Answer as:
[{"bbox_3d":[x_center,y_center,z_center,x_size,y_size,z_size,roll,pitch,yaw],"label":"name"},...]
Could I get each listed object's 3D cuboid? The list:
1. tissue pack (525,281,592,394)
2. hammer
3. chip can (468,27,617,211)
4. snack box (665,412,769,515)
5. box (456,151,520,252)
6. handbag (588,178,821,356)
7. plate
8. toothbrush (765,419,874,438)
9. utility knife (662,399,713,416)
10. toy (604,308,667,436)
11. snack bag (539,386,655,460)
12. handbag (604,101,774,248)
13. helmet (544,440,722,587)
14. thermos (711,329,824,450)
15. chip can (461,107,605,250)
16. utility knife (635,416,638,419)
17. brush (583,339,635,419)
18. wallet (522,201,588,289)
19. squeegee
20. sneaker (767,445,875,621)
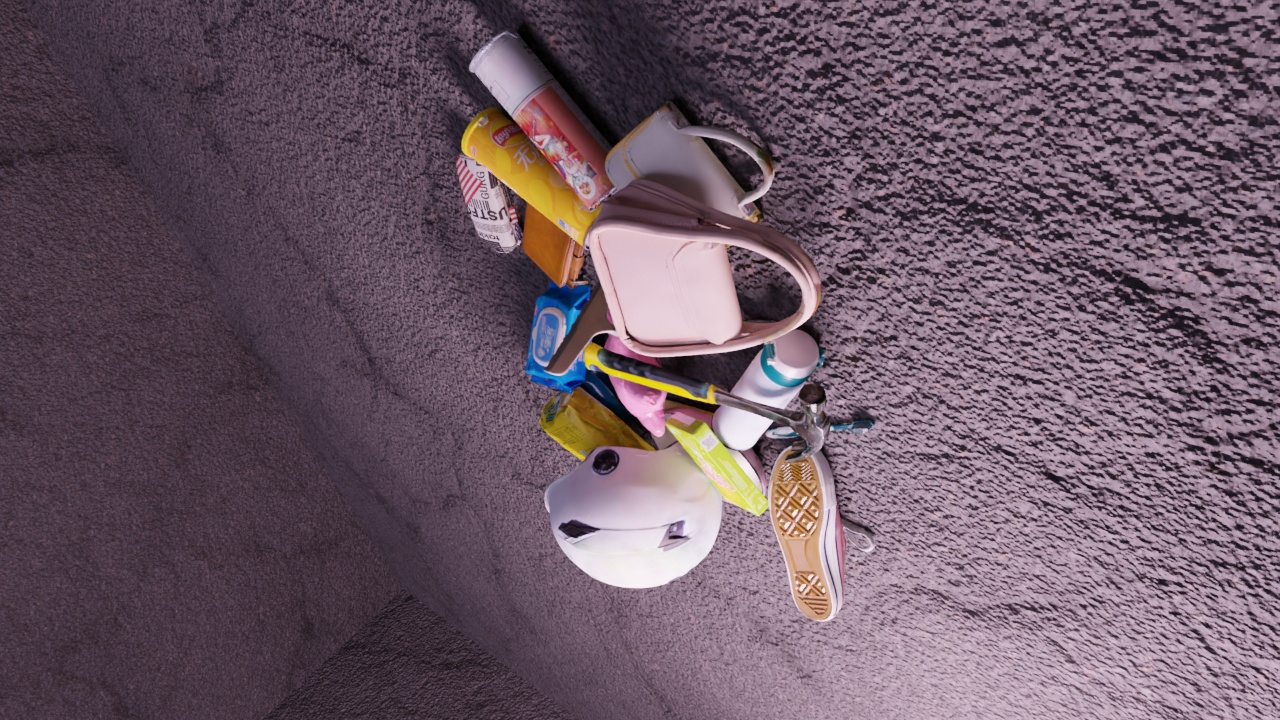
[{"bbox_3d":[-0.116,-0.036,1.322,0.095,0.052,0.157,15,97,43],"label":"tissue pack"},{"bbox_3d":[0.072,0.039,1.093,0.324,0.031,0.126,17,144,28],"label":"hammer"},{"bbox_3d":[-0.100,-0.276,1.058,0.214,0.071,0.071,49,151,-5],"label":"chip can"},{"bbox_3d":[0.102,0.137,1.218,0.156,0.026,0.086,51,166,-21],"label":"snack box"},{"bbox_3d":[-0.216,-0.220,1.287,0.074,0.064,0.164,40,154,46],"label":"box"},{"bbox_3d":[0.073,-0.086,0.957,0.234,0.093,0.193,10,140,30],"label":"handbag"},{"bbox_3d":[0.101,0.131,1.304,0.192,0.039,0.193,30,151,18],"label":"plate"},{"bbox_3d":[0.216,0.088,1.136,0.016,0.018,0.192,55,150,-13],"label":"toothbrush"},{"bbox_3d":[0.061,0.075,1.326,0.152,0.018,0.031,19,145,43],"label":"utility knife"},{"bbox_3d":[-0.007,0.007,1.240,0.194,0.074,0.179,-117,8,-51],"label":"toy"},{"bbox_3d":[-0.074,0.116,1.426,0.158,0.068,0.247,39,167,-8],"label":"snack bag"},{"bbox_3d":[0.057,-0.193,0.969,0.163,0.063,0.179,50,147,-8],"label":"handbag"},{"bbox_3d":[-0.006,0.239,1.298,0.229,0.259,0.145,79,-177,-46],"label":"helmet"},{"bbox_3d":[0.152,0.037,1.111,0.073,0.073,0.225,42,150,9],"label":"thermos"},{"bbox_3d":[-0.125,-0.228,1.148,0.213,0.071,0.072,40,150,12],"label":"chip can"},{"bbox_3d":[-0.010,0.068,1.409,0.166,0.018,0.034,37,136,20],"label":"utility knife"},{"bbox_3d":[-0.055,0.030,1.359,0.055,0.073,0.144,-42,92,22],"label":"brush"},{"bbox_3d":[-0.116,-0.161,1.253,0.119,0.035,0.131,42,150,13],"label":"wallet"},{"bbox_3d":[0.042,-0.036,1.109,0.247,0.245,0.039,2,124,16],"label":"squeegee"},{"bbox_3d":[0.233,0.217,1.206,0.118,0.087,0.241,-2,104,39],"label":"sneaker"}]
